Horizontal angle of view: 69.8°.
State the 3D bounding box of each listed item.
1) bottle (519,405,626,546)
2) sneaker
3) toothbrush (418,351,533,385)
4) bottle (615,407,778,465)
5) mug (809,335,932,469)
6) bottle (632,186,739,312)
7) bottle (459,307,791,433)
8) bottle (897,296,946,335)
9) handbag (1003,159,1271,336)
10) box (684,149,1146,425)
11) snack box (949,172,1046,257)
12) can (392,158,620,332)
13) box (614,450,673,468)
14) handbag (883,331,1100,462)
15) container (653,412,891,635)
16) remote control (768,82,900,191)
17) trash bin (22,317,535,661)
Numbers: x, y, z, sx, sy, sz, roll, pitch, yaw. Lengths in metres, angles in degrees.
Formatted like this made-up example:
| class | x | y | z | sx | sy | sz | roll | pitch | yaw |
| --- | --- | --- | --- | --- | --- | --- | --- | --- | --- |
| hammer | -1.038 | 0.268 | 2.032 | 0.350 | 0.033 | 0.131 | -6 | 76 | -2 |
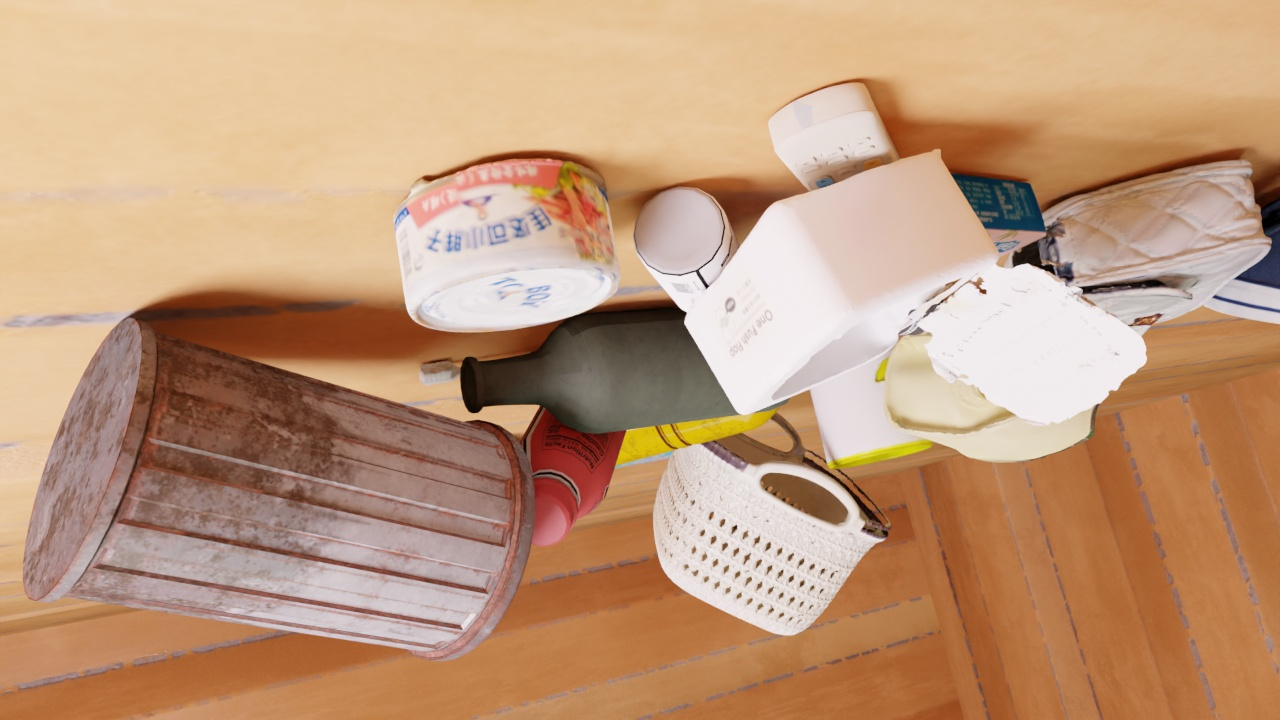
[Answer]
| class | x | y | z | sx | sy | sz | roll | pitch | yaw |
| --- | --- | --- | --- | --- | --- | --- | --- | --- | --- |
| bottle | -0.045 | 0.058 | 0.588 | 0.062 | 0.062 | 0.176 | -15 | -162 | 13 |
| sneaker | 0.421 | -0.088 | 0.542 | 0.121 | 0.127 | 0.294 | -9 | -172 | 11 |
| toothbrush | -0.050 | -0.005 | 0.599 | 0.186 | 0.012 | 0.017 | -9 | 164 | -12 |
| bottle | 0.041 | 0.029 | 0.701 | 0.164 | 0.071 | 0.071 | -17 | 166 | 22 |
| mug | 0.177 | 0.026 | 0.731 | 0.082 | 0.106 | 0.082 | -12 | 167 | -3 |
| bottle | 0.029 | -0.044 | 0.437 | 0.041 | 0.041 | 0.116 | -14 | 167 | 11 |
| bottle | -0.004 | 0.005 | 0.553 | 0.206 | 0.071 | 0.072 | -5 | 166 | -27 |
| bottle | 0.172 | -0.035 | 0.617 | 0.109 | 0.036 | 0.036 | -2 | 164 | -38 |
| handbag | 0.297 | -0.051 | 0.581 | 0.139 | 0.072 | 0.194 | -14 | 167 | 15 |
| box | 0.118 | -0.025 | 0.399 | 0.189 | 0.101 | 0.112 | 0 | 158 | -17 |
| snack box | 0.130 | -0.054 | 0.505 | 0.087 | 0.033 | 0.155 | -4 | 165 | -36 |
| can | -0.052 | -0.043 | 0.364 | 0.086 | 0.043 | 0.086 | -11 | 169 | -2 |
| box | -0.019 | 0.096 | 1.002 | 0.226 | 0.039 | 0.094 | -6 | 166 | -26 |
| handbag | 0.254 | 0.027 | 0.658 | 0.119 | 0.081 | 0.111 | 19 | 167 | -40 |
| container | 0.101 | 0.129 | 0.816 | 0.184 | 0.143 | 0.251 | 28 | -173 | -5 |
| remote control | 0.088 | -0.081 | 0.384 | 0.038 | 0.018 | 0.125 | -17 | 167 | 21 |
| trash bin | -0.160 | 0.071 | 0.451 | 0.211 | 0.130 | 0.131 | 23 | 146 | -39 |
